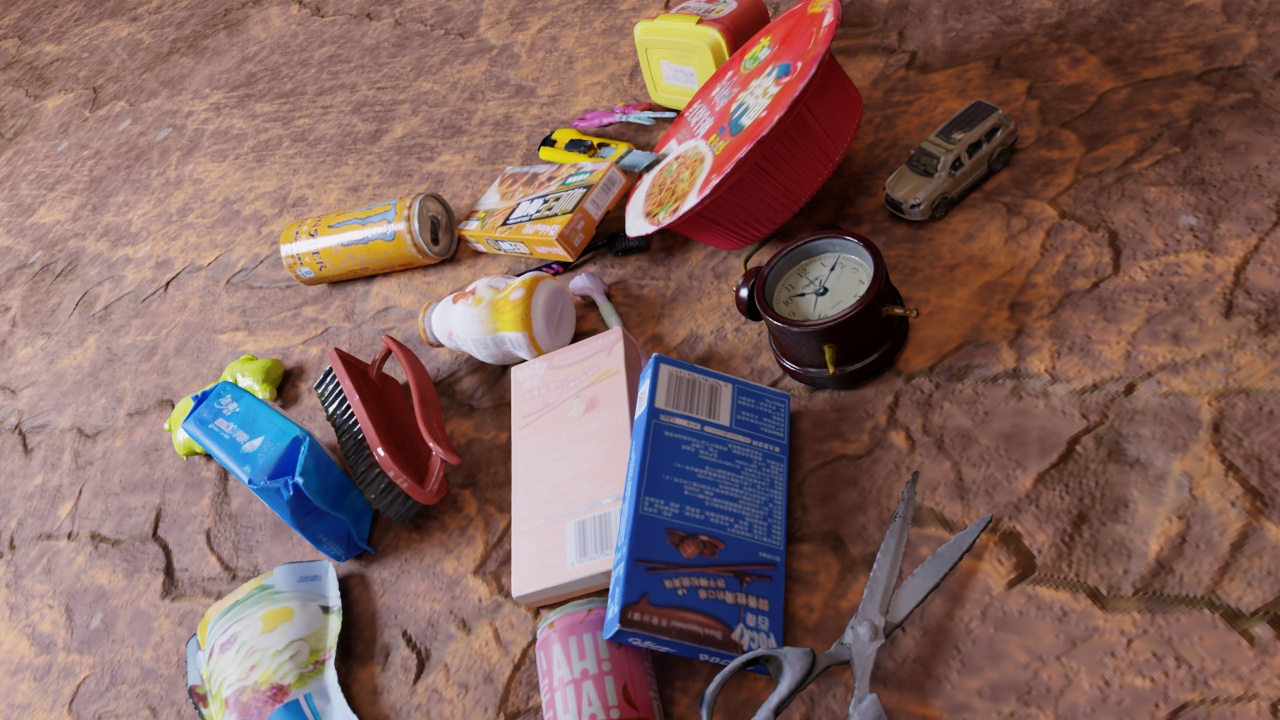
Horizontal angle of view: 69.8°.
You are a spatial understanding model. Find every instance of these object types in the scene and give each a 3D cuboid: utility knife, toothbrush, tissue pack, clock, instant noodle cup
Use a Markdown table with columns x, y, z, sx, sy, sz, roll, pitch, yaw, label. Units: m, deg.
| x | y | z | sx | sy | sz | roll | pitch | yaw | label |
| --- | --- | --- | --- | --- | --- | --- | --- | --- | --- |
| -0.037 | -0.164 | 0.712 | 0.033 | 0.015 | 0.193 | -53 | 33 | -5 | utility knife |
| -0.004 | 0.004 | 0.594 | 0.029 | 0.021 | 0.189 | -10 | 44 | -21 | toothbrush |
| -0.237 | 0.072 | 0.615 | 0.157 | 0.095 | 0.052 | 24 | 63 | 39 | tissue pack |
| -0.080 | -0.063 | 0.691 | 0.189 | 0.014 | 0.017 | -18 | 61 | 16 | toothbrush |
| 0.104 | -0.038 | 0.543 | 0.082 | 0.055 | 0.122 | -35 | 45 | -1 | clock |
| 0.074 | -0.141 | 0.598 | 0.194 | 0.066 | 0.193 | -43 | 23 | 23 | instant noodle cup |

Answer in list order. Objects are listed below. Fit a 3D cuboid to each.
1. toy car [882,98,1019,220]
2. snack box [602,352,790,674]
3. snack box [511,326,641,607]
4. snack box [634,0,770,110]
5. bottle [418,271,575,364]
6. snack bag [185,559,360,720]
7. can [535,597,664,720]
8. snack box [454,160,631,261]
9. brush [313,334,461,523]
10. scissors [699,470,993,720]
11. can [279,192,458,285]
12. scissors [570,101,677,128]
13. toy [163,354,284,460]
| x | y | z | sx | sy | sz | roll | pitch | yaw | label |
| --- | --- | --- | --- | --- | --- | --- | --- | --- | --- |
| 0.193 | -0.125 | 0.578 | 0.090 | 0.035 | 0.042 | -41 | 46 | -3 | toy car |
| 0.034 | 0.076 | 0.479 | 0.084 | 0.026 | 0.156 | 16 | 55 | -11 | snack box |
| -0.037 | 0.060 | 0.548 | 0.085 | 0.026 | 0.157 | -20 | 53 | 21 | snack box |
| 0.054 | -0.241 | 0.718 | 0.091 | 0.082 | 0.080 | 21 | 53 | 37 | snack box |
| -0.102 | -0.028 | 0.640 | 0.109 | 0.063 | 0.063 | -2 | 54 | 27 | bottle |
| -0.212 | 0.212 | 0.531 | 0.110 | 0.039 | 0.191 | -25 | 47 | -6 | snack bag |
| -0.013 | 0.189 | 0.426 | 0.058 | 0.058 | 0.147 | -24 | 48 | 10 | can |
| -0.078 | -0.114 | 0.696 | 0.154 | 0.026 | 0.075 | 13 | 63 | 51 | snack box |
| -0.165 | 0.043 | 0.619 | 0.069 | 0.063 | 0.146 | -46 | 47 | 7 | brush |
| 0.101 | 0.131 | 0.423 | 0.170 | 0.014 | 0.159 | -8 | 64 | -3 | scissors |
| -0.228 | -0.101 | 0.768 | 0.146 | 0.058 | 0.058 | -7 | 52 | 24 | can |
| -0.016 | -0.187 | 0.710 | 0.077 | 0.017 | 0.137 | -16 | 22 | -8 | scissors |
| -0.335 | 0.036 | 0.738 | 0.097 | 0.031 | 0.100 | 7 | 59 | 30 | toy |
